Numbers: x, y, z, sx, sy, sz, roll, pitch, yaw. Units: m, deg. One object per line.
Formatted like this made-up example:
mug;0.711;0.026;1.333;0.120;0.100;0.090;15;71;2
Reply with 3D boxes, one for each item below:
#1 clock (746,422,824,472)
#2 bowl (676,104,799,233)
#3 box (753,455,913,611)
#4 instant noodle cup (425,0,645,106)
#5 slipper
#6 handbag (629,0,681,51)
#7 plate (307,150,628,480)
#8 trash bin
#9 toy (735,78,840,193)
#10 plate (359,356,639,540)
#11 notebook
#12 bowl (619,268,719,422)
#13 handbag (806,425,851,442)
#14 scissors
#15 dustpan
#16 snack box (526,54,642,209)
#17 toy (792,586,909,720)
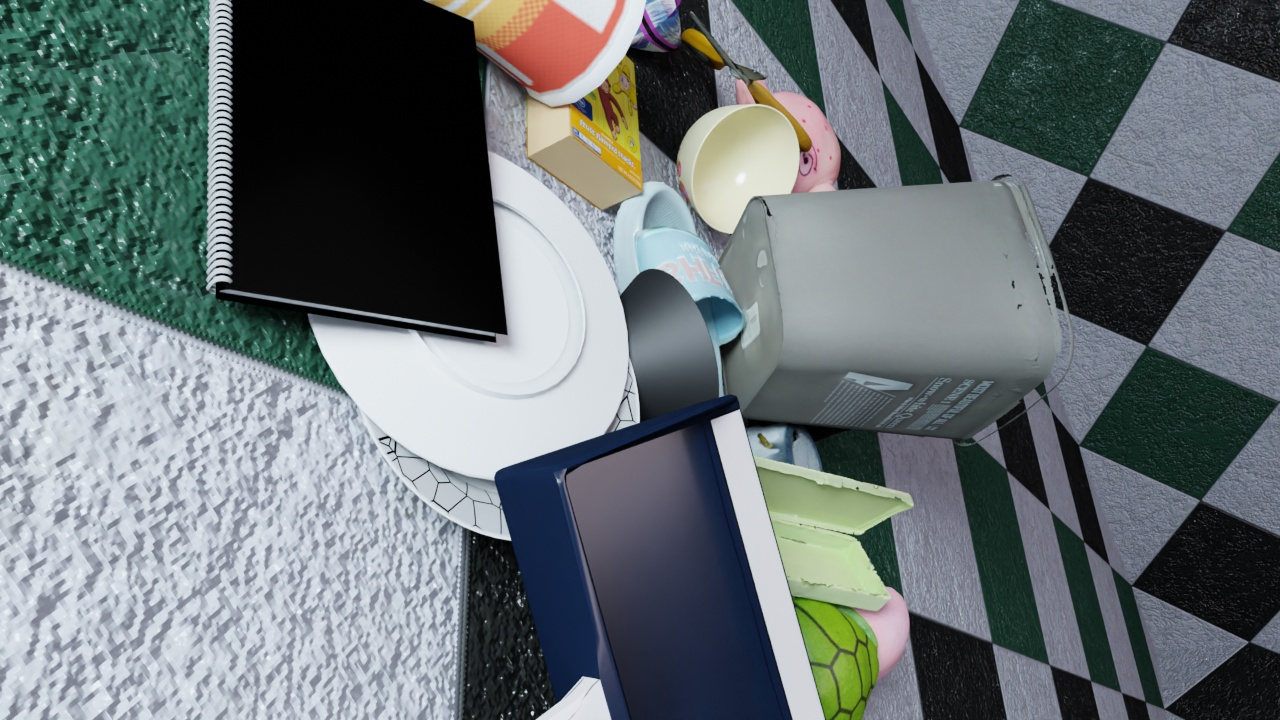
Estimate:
clock;0.131;0.099;0.822;0.129;0.052;0.090;12;64;-61
bowl;0.078;-0.186;0.855;0.118;0.118;0.074;43;-1;-40
box;0.121;0.139;0.696;0.187;0.092;0.083;15;53;-30
instant noodle cup;-0.081;-0.252;0.604;0.121;0.124;0.123;18;58;-45
slipper;0.042;-0.024;0.718;0.104;0.074;0.245;14;63;-56
handbag;0.006;-0.366;0.866;0.144;0.068;0.169;62;25;-19
plate;-0.084;-0.036;0.514;0.208;0.015;0.208;20;57;-35
trash bin;0.191;-0.041;0.768;0.220;0.198;0.197;1;64;-12
toy;0.151;-0.221;0.989;0.192;0.097;0.236;54;39;-7
plate;-0.079;0.010;0.522;0.188;0.016;0.188;20;57;-35
notebook;-0.144;-0.116;0.475;0.148;0.016;0.206;9;64;-41
bowl;-0.004;0.004;0.622;0.052;0.124;0.124;-15;86;-27
handbag;0.177;-0.013;0.895;0.125;0.115;0.153;26;55;-45
scissors;0.101;-0.262;0.867;0.225;0.016;0.225;38;11;-24
dustpan;0.003;0.158;0.463;0.272;0.080;0.236;-16;91;-34
snack box;-0.043;-0.194;0.702;0.088;0.040;0.125;28;51;-50
toy;0.143;0.241;0.725;0.237;0.088;0.190;0;80;-53
